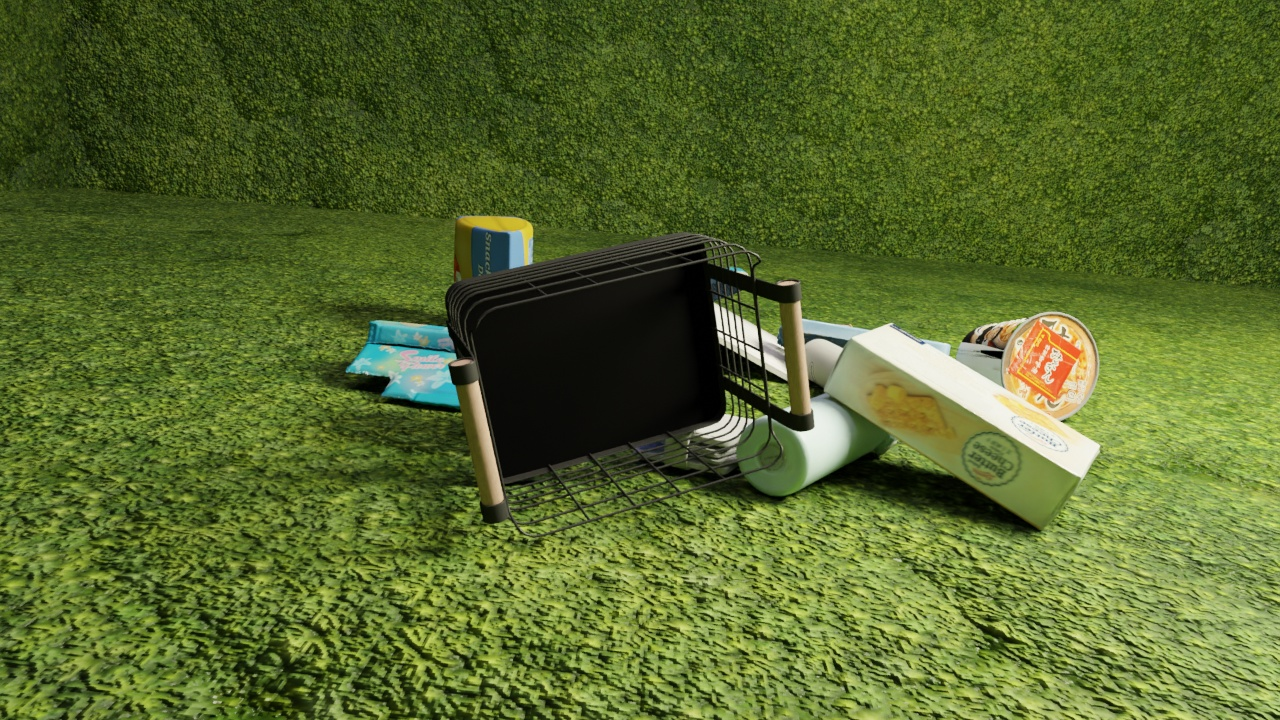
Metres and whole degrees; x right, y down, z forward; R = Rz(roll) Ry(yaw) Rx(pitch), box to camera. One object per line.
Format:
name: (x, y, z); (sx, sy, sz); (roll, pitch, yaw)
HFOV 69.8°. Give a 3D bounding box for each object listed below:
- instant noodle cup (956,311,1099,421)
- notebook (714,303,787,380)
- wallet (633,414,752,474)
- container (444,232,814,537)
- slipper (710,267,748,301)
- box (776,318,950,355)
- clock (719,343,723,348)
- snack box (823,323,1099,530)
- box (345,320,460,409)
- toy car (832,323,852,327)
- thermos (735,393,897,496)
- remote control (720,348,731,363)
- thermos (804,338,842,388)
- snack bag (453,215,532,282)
instant noodle cup: (0.442, 0.004, 1.077); (0.123, 0.123, 0.122); (2, 4, -13)
notebook: (0.139, -0.031, 1.209); (0.142, 0.009, 0.209); (29, 14, 1)
wallet: (0.066, 0.070, 0.804); (0.115, 0.037, 0.118); (10, 10, 22)
container: (-0.016, 0.011, 0.656); (0.241, 0.163, 0.130); (-14, 18, -16)
slipper: (-0.003, -0.087, 1.208); (0.295, 0.060, 0.118); (-14, -18, 15)
box: (0.281, -0.024, 1.176); (0.209, 0.034, 0.127); (11, -10, 8)
clock: (0.067, -0.038, 1.263); (0.091, 0.042, 0.121); (0, 13, -18)
snack box: (0.268, 0.048, 0.771); (0.208, 0.058, 0.104); (35, 26, 24)
box: (-0.182, 0.000, 0.964); (0.227, 0.072, 0.181); (6, 12, 6)
toy car: (0.265, -0.026, 1.268); (0.111, 0.047, 0.047); (-4, 11, -33)
thermos: (0.163, 0.063, 0.801); (0.078, 0.065, 0.206); (49, 32, 21)
remote control: (0.041, -0.012, 1.192); (0.150, 0.022, 0.047); (10, 14, 30)
thermos: (0.245, 0.024, 1.030); (0.052, 0.052, 0.224); (1, 13, -15)
snack bag: (-0.185, -0.101, 1.190); (0.102, 0.159, 0.205); (-1, 15, -16)
